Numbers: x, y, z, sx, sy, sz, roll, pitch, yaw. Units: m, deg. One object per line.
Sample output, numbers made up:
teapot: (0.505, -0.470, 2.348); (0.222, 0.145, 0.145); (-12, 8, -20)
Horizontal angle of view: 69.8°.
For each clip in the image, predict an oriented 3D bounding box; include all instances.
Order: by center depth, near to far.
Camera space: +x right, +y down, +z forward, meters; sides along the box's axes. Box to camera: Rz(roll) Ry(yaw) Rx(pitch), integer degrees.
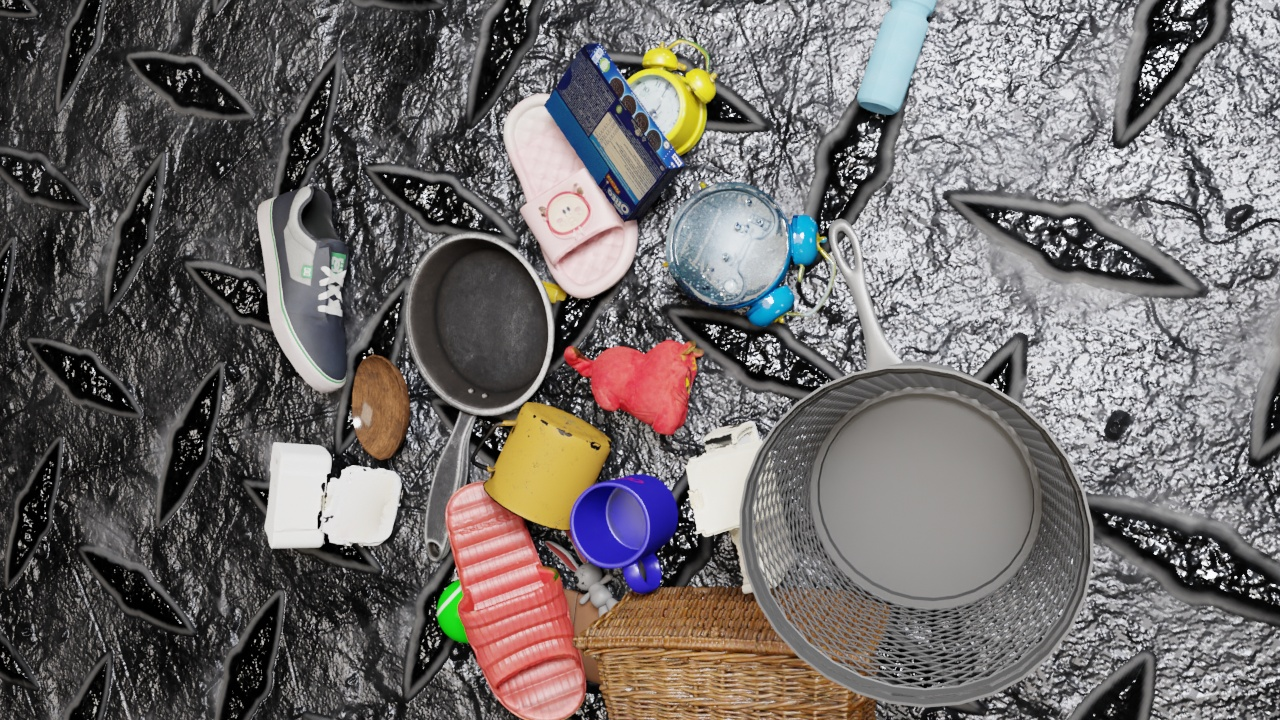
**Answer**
clip: (-0.108, -0.061, 0.948); (0.054, 0.044, 0.049); (18, 70, 18)

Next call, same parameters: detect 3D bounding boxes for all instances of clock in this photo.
clock: (0.102, -0.096, 0.856); (0.161, 0.060, 0.117); (30, 98, 17)
clock: (0.025, -0.251, 0.887); (0.083, 0.057, 0.119); (37, 107, 18)

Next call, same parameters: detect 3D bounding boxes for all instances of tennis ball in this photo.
tennis ball: (-0.177, 0.257, 0.946); (0.065, 0.065, 0.065); (-1, 88, 20)

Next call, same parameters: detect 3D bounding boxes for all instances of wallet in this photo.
wallet: (-0.078, 0.278, 0.936); (0.121, 0.013, 0.087); (7, 91, 19)

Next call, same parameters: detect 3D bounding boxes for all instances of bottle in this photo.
bottle: (0.233, -0.289, 0.821); (0.040, 0.040, 0.130); (20, 96, 20)

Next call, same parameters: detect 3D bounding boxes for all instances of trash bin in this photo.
trash bin: (0.208, 0.114, 0.694); (0.218, 0.227, 0.217); (0, 89, 20)

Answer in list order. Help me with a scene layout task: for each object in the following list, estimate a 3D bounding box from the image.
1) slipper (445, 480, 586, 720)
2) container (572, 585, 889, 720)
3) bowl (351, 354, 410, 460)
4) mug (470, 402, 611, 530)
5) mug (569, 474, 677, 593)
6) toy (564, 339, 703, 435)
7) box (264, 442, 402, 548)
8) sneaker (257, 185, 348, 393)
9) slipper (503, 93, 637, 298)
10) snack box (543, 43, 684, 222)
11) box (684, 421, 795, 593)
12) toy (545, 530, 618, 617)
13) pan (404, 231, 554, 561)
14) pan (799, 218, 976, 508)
slipper: (-0.126, 0.234, 0.895); (0.103, 0.059, 0.248); (-20, 79, -15)
container: (0.092, 0.307, 0.800); (0.250, 0.162, 0.183); (-4, 91, 21)
bowl: (-0.277, 0.050, 1.002); (0.102, 0.026, 0.114); (20, 107, 39)
mug: (-0.099, 0.096, 0.896); (0.123, 0.100, 0.094); (24, 96, -18)
mug: (-0.009, 0.167, 0.876); (0.079, 0.083, 0.111); (-23, 81, 18)
toy: (-0.005, 0.005, 0.879); (0.133, 0.088, 0.094); (23, 97, -2)
box: (-0.335, 0.149, 1.012); (0.121, 0.136, 0.109); (6, 92, 62)
sneaker: (-0.356, -0.083, 1.013); (0.079, 0.084, 0.235); (-20, 78, 18)
slipper: (-0.074, -0.170, 0.924); (0.107, 0.055, 0.221); (-27, 79, 16)
snack box: (-0.027, -0.214, 0.868); (0.150, 0.027, 0.082); (58, 136, 11)
box: (0.102, 0.127, 0.781); (0.070, 0.186, 0.143); (-16, 90, 18)
toy: (-0.052, 0.216, 0.915); (0.049, 0.030, 0.111); (-46, 66, 25)
pan: (-0.180, 0.043, 0.961); (0.187, 0.055, 0.357); (18, 107, 24)
pan: (0.229, 0.039, 0.824); (0.217, 0.024, 0.354); (-18, 82, 19)
